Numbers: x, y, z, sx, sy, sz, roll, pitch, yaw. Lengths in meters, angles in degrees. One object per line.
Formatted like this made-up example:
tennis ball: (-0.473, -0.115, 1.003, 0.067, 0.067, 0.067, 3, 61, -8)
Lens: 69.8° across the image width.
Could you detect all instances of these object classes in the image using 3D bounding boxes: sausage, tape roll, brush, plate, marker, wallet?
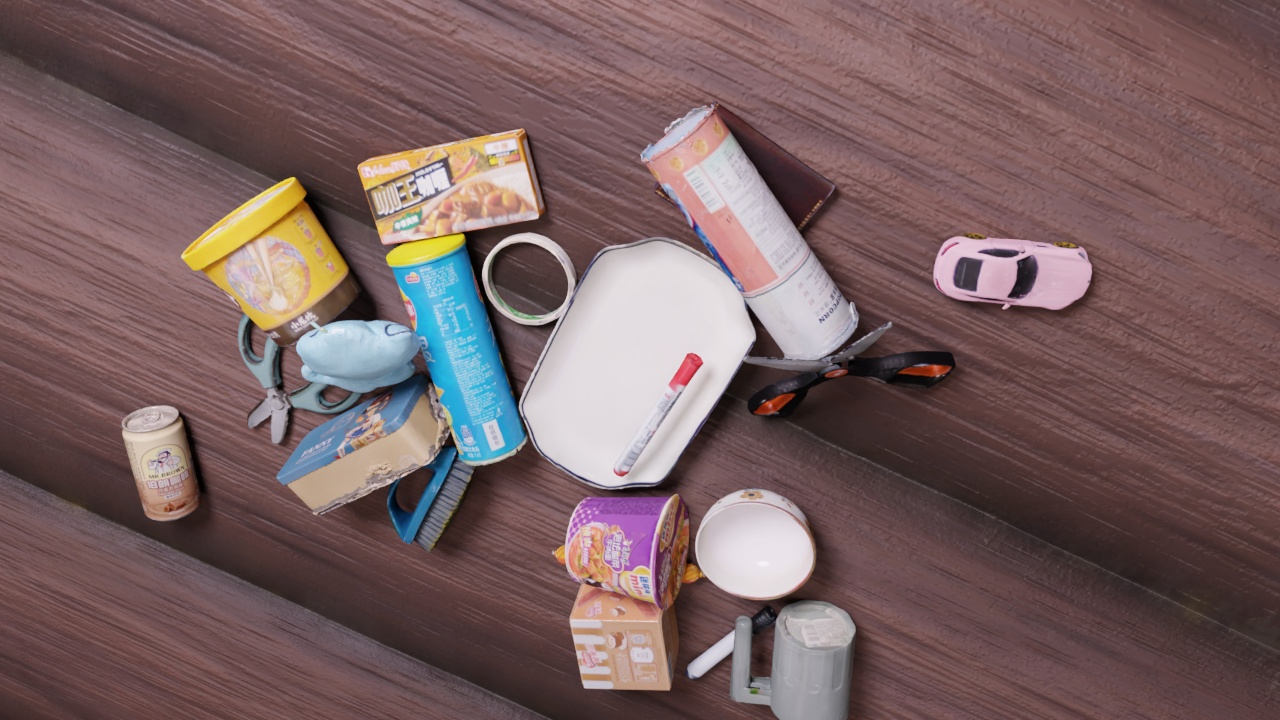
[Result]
sausage: (-0.013, 0.212, 0.956, 0.165, 0.021, 0.021, 7, 117, 8)
tape roll: (-0.101, -0.073, 0.837, 0.086, 0.013, 0.086, 5, 117, 9)
brush: (-0.218, 0.137, 0.934, 0.073, 0.055, 0.144, 25, 130, -9)
plate: (-0.005, 0.005, 0.844, 0.162, 0.034, 0.266, 28, 118, -2)
marker: (0.096, 0.305, 0.981, 0.022, 0.018, 0.131, 43, 116, -2)
wallet: (0.084, -0.142, 0.762, 0.122, 0.020, 0.097, 34, 123, -7)
marker: (0.014, 0.052, 0.833, 0.017, 0.017, 0.145, 30, 118, -4)

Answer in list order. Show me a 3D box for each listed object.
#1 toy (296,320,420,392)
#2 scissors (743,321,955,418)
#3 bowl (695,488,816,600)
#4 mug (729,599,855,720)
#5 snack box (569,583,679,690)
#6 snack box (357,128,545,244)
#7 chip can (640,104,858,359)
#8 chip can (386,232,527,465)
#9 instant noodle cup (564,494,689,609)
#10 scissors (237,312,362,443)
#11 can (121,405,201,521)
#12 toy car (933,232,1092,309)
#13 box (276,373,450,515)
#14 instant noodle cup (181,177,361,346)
toy: (-0.254, -0.004, 0.823, 0.162, 0.156, 0.049, -10, 75, 22)
scissors: (0.166, 0.012, 0.752, 0.220, 0.021, 0.234, -3, 162, -20)
bowl: (0.112, 0.169, 0.886, 0.113, 0.062, 0.114, 5, 115, 10)
mug: (0.155, 0.308, 0.934, 0.124, 0.083, 0.103, 3, 115, 7)
snack box: (-0.014, 0.282, 0.960, 0.094, 0.076, 0.093, -3, 115, 12)
snack box: (-0.165, -0.151, 0.804, 0.154, 0.026, 0.075, -7, 114, 15)
chip can: (0.090, -0.098, 0.735, 0.071, 0.071, 0.215, -30, 112, 23)
chip can: (-0.166, -0.009, 0.850, 0.071, 0.071, 0.210, -7, 115, 15)
instant noodle cup: (-0.014, 0.182, 0.898, 0.099, 0.111, 0.112, 3, 117, 18)
scissors: (-0.342, 0.025, 0.933, 0.172, 0.019, 0.177, 15, 117, 3)
can: (-0.515, 0.112, 0.988, 0.058, 0.058, 0.116, 5, 117, 9)
toy car: (0.301, -0.071, 0.743, 0.122, 0.037, 0.056, 6, 119, 7)
box: (-0.274, 0.086, 0.910, 0.185, 0.089, 0.062, -24, 115, 20)
instant noodle cup: (-0.324, -0.085, 0.825, 0.119, 0.118, 0.114, -23, 118, 21)
